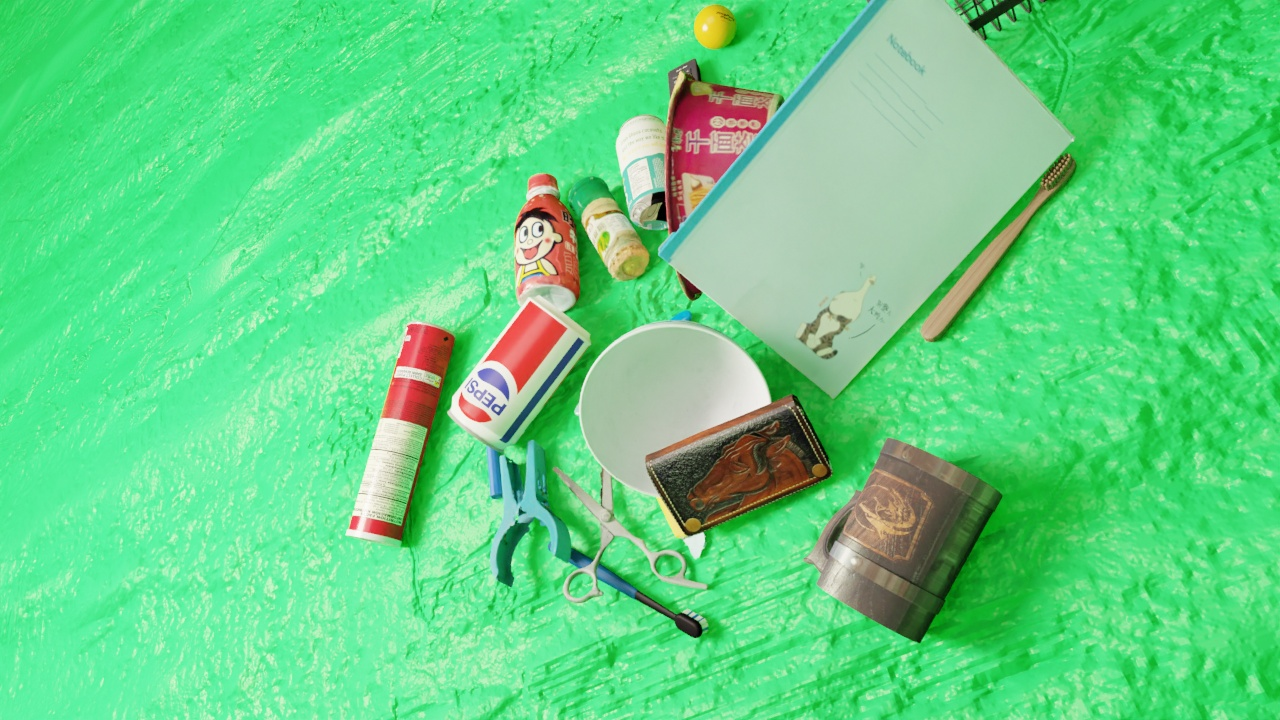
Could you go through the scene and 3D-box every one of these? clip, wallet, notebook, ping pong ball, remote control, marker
[{"bbox_3d":[-0.112,0.142,0.791,0.121,0.031,0.130,-45,46,6],"label":"clip"},{"bbox_3d":[0.072,0.078,0.681,0.123,0.072,0.019,-25,20,15],"label":"wallet"},{"bbox_3d":[0.160,-0.117,0.649,0.254,0.181,0.009,-49,17,11],"label":"notebook"},{"bbox_3d":[0.071,-0.317,0.872,0.040,0.040,0.040,-13,63,28],"label":"ping pong ball"},{"bbox_3d":[0.045,-0.229,0.852,0.032,0.015,0.136,-21,50,24],"label":"remote control"},{"bbox_3d":[-0.141,0.063,0.864,0.013,0.013,0.141,-24,58,22],"label":"marker"}]

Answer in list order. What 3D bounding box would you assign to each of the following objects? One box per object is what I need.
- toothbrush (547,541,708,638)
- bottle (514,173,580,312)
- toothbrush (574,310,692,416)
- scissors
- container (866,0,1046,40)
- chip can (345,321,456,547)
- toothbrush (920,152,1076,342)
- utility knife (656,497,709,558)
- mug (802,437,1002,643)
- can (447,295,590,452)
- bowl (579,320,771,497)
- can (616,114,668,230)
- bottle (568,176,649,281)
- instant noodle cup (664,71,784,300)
[{"bbox_3d":[-0.015,0.178,0.729,0.168,0.014,0.014,20,115,40],"label":"toothbrush"},{"bbox_3d":[-0.091,-0.116,0.877,0.062,0.062,0.137,-19,61,25],"label":"bottle"},{"bbox_3d":[-0.005,0.005,0.800,0.135,0.017,0.022,-42,53,8],"label":"toothbrush"},{"bbox_3d":[-0.012,0.135,0.740,0.162,0.014,0.141,9,54,18],"label":"scissors"},{"bbox_3d":[0.208,-0.360,0.725,0.130,0.162,0.241,-30,57,19],"label":"container"},{"bbox_3d":[-0.231,0.070,0.893,0.052,0.051,0.214,1,70,33],"label":"chip can"},{"bbox_3d":[0.259,-0.081,0.666,0.167,0.016,0.016,-52,50,4],"label":"toothbrush"},{"bbox_3d":[0.013,0.088,0.750,0.030,0.017,0.164,-40,53,18],"label":"utility knife"},{"bbox_3d":[0.166,0.114,0.613,0.107,0.080,0.116,-62,24,-3],"label":"mug"},{"bbox_3d":[-0.108,0.012,0.823,0.070,0.070,0.132,36,88,38],"label":"can"},{"bbox_3d":[0.029,0.027,0.716,0.144,0.144,0.074,-33,16,17],"label":"bowl"},{"bbox_3d":[0.010,-0.172,0.840,0.055,0.055,0.101,-24,59,22],"label":"can"},{"bbox_3d":[-0.030,-0.122,0.854,0.043,0.043,0.111,-38,55,13],"label":"bottle"},{"bbox_3d":[0.077,-0.136,0.721,0.078,0.179,0.178,1,70,15],"label":"instant noodle cup"}]
